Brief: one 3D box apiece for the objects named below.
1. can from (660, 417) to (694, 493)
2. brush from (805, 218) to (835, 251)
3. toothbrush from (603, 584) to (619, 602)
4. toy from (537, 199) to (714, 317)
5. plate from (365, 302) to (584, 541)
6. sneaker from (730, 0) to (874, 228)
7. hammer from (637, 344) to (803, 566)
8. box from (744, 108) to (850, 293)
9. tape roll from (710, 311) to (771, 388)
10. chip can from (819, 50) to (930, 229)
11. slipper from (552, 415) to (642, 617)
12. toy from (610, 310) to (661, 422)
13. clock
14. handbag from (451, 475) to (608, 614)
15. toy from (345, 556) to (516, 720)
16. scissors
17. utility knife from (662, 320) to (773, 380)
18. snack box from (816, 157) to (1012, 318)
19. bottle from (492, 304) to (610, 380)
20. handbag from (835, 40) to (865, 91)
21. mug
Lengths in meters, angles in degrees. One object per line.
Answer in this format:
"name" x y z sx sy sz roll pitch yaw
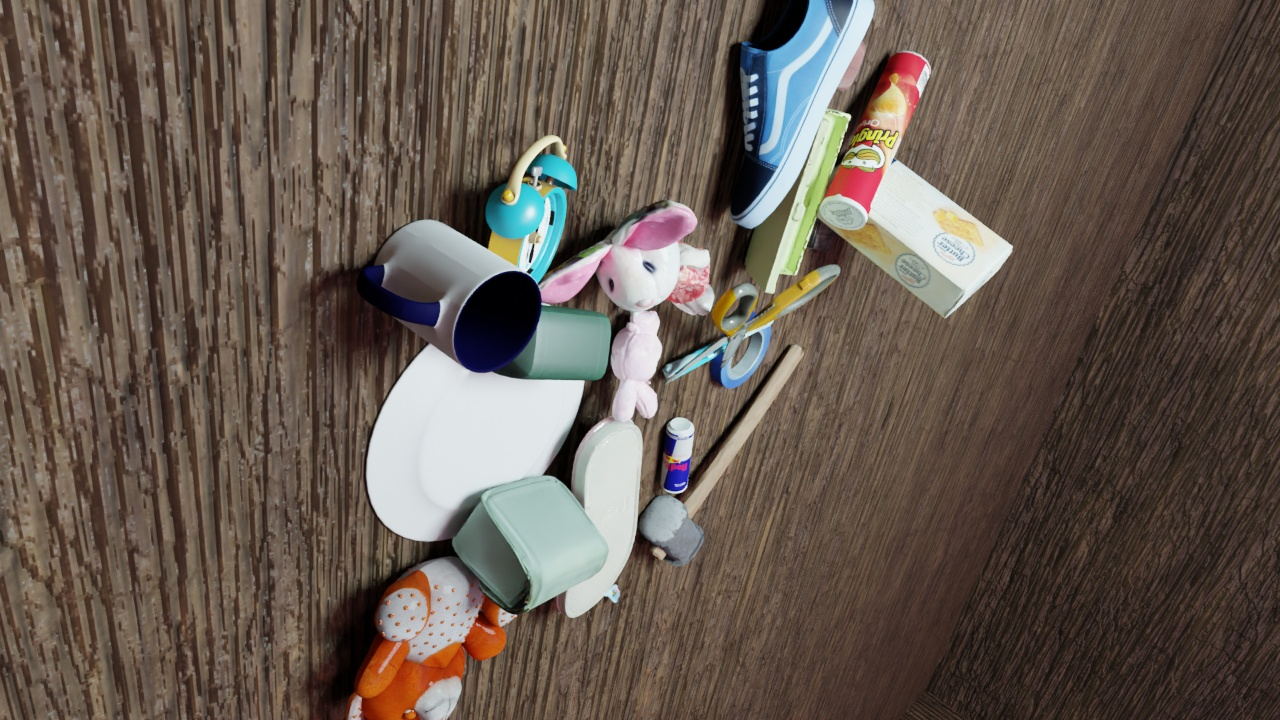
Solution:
"can" 0.043 0.112 1.078 0.032 0.032 0.095 -29 137 -38
"brush" 0.193 -0.151 1.082 0.151 0.012 0.039 -2 118 -51
"toothbrush" -0.066 0.273 1.081 0.155 0.016 0.022 26 62 -58
"toy" 0.007 -0.082 0.824 0.159 0.084 0.194 -26 160 22
"plate" -0.134 0.060 0.816 0.241 0.016 0.243 -33 139 -34
"sneaker" 0.120 -0.249 0.871 0.098 0.083 0.242 16 115 -20
"hammer" 0.112 0.113 1.166 0.327 0.052 0.098 -53 147 -14
"box" 0.158 -0.174 0.971 0.127 0.066 0.188 -44 152 -61
"tape roll" 0.120 -0.012 1.094 0.091 0.016 0.093 -15 128 -47
"chip can" 0.262 -0.246 1.015 0.214 0.052 0.052 -63 150 -19
"slipper" -0.054 0.165 0.973 0.113 0.054 0.275 -25 137 -41
"toy" -0.005 0.005 0.901 0.063 0.047 0.110 0 92 -64
"clock" -0.085 -0.108 0.702 0.098 0.044 0.130 -56 164 -50
"handbag" -0.102 0.172 0.850 0.067 0.106 0.121 -52 159 23
"toy" -0.194 0.267 0.836 0.163 0.093 0.173 3 115 -55
"scissors" 0.119 -0.045 0.957 0.229 0.016 0.225 -30 163 -12
"utility knife" 0.090 -0.018 1.030 0.161 0.015 0.022 -27 139 -26
"snack box" 0.305 -0.151 1.048 0.104 0.208 0.058 -37 160 -29
"bottle" -0.089 -0.016 0.751 0.131 0.061 0.061 3 95 -51
"handbag" 0.180 -0.310 0.928 0.119 0.029 0.055 -3 121 -46
"mug" -0.142 -0.046 0.643 0.111 0.097 0.079 -5 120 -51
